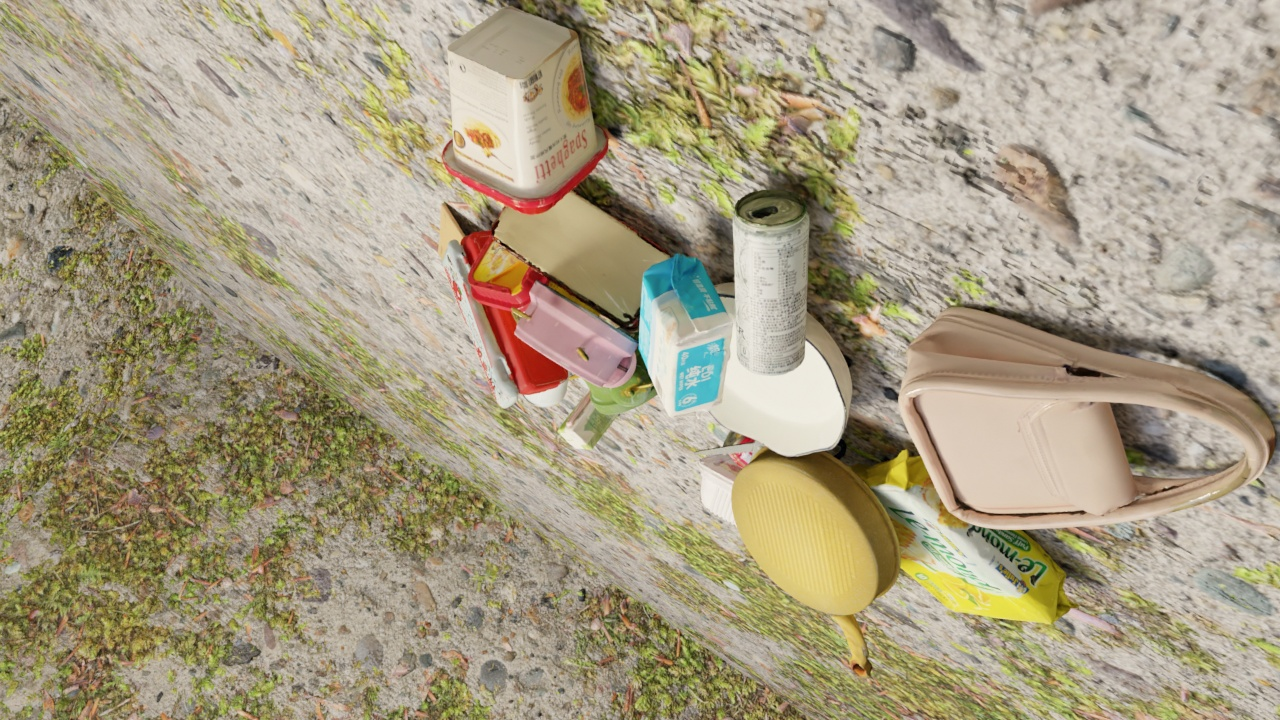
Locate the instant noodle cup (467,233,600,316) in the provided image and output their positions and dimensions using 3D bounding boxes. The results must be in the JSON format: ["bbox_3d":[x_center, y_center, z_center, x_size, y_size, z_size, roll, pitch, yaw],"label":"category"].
[{"bbox_3d":[-0.103,-0.088,1.007,0.116,0.116,0.123,16,164,43],"label":"instant noodle cup"}]

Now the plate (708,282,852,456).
[{"bbox_3d":[0.116,0.005,0.891,0.205,0.045,0.205,32,149,21],"label":"plate"}]

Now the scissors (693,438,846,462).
[{"bbox_3d":[0.145,0.092,1.019,0.162,0.012,0.174,11,123,2],"label":"scissors"}]

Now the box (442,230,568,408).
[{"bbox_3d":[-0.175,-0.045,1.078,0.098,0.095,0.201,-26,84,38],"label":"box"}]

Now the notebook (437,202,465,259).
[{"bbox_3d":[-0.205,-0.087,1.191,0.211,0.012,0.150,57,160,8],"label":"notebook"}]

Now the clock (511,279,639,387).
[{"bbox_3d":[-0.060,-0.021,0.904,0.117,0.060,0.158,32,-178,18],"label":"clock"}]

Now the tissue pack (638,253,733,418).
[{"bbox_3d":[0.040,-0.019,0.819,0.140,0.063,0.090,92,159,-52],"label":"tissue pack"}]

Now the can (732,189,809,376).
[{"bbox_3d":[0.104,-0.059,0.734,0.058,0.058,0.147,23,138,32],"label":"can"}]

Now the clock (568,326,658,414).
[{"bbox_3d":[-0.006,0.006,1.039,0.161,0.116,0.056,8,136,57],"label":"clock"}]

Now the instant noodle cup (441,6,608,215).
[{"bbox_3d":[-0.096,-0.204,0.740,0.117,0.116,0.124,28,146,21],"label":"instant noodle cup"}]

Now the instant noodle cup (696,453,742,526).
[{"bbox_3d":[0.156,0.179,1.142,0.173,0.060,0.137,28,-166,25],"label":"instant noodle cup"}]

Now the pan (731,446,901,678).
[{"bbox_3d":[0.210,0.242,1.019,0.198,0.078,0.358,16,129,46],"label":"pan"}]

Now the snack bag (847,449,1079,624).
[{"bbox_3d":[0.316,0.180,0.961,0.246,0.068,0.158,41,159,-10],"label":"snack bag"}]

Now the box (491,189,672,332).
[{"bbox_3d":[-0.053,-0.107,0.879,0.168,0.091,0.077,34,180,6],"label":"box"}]

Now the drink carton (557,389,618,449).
[{"bbox_3d":[-0.054,0.059,1.218,0.045,0.122,0.054,45,159,-19],"label":"drink carton"}]

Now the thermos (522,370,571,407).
[{"bbox_3d":[-0.113,-0.015,1.194,0.073,0.073,0.225,34,150,7],"label":"thermos"}]

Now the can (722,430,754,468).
[{"bbox_3d":[0.151,0.109,1.076,0.094,0.066,0.067,38,160,-6],"label":"can"}]

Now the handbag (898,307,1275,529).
[{"bbox_3d":[0.324,0.053,0.674,0.235,0.093,0.193,4,143,43],"label":"handbag"}]
